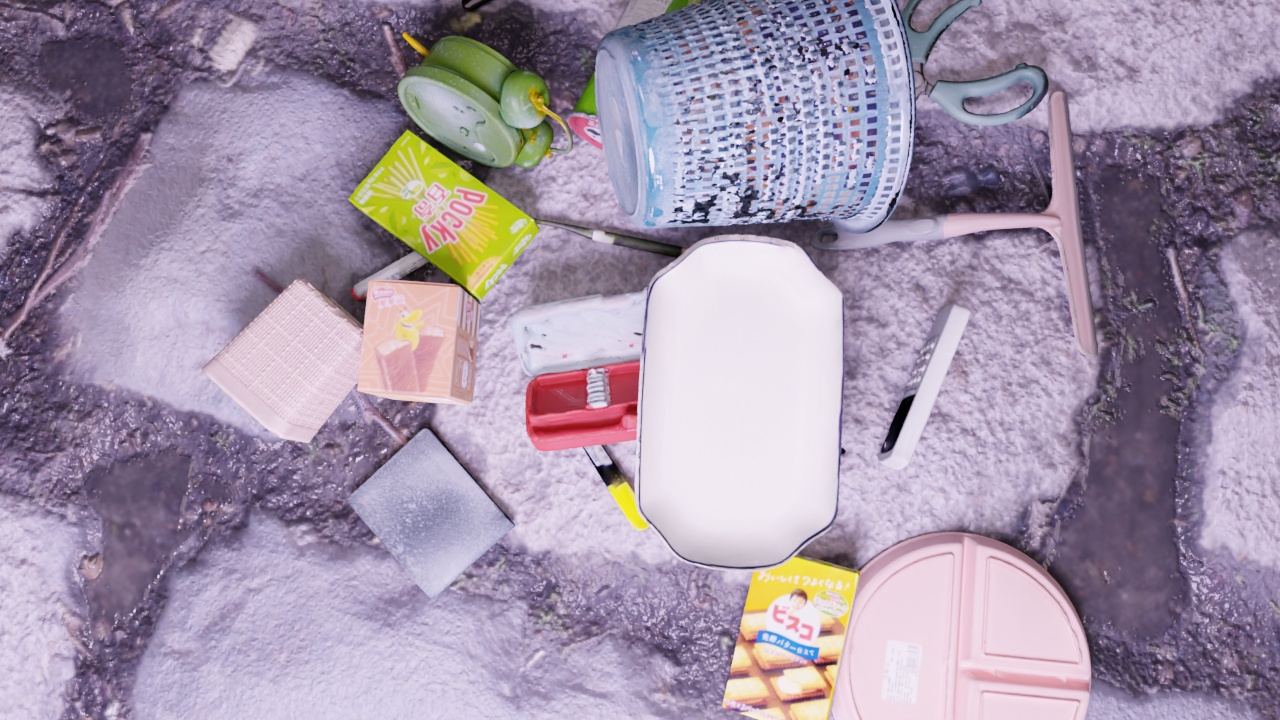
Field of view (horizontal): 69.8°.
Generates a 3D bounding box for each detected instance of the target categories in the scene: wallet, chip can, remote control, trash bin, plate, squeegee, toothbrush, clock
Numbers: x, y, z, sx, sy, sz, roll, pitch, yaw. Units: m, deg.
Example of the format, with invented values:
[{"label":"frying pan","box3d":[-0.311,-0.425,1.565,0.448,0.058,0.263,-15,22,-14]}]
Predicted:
[{"label":"wallet","box3d":[-0.185,0.133,0.812,0.097,0.019,0.121,-42,83,-5]},{"label":"chip can","box3d":[0.017,-0.301,0.825,0.072,0.072,0.236,26,85,4]},{"label":"remote control","box3d":[0.243,0.023,0.793,0.021,0.058,0.150,24,84,6]},{"label":"trash bin","box3d":[0.073,-0.195,0.722,0.195,0.227,0.226,-12,84,-10]},{"label":"plate","box3d":[0.273,0.263,0.783,0.229,0.028,0.229,0,84,2]},{"label":"squeegee","box3d":[0.278,-0.118,0.818,0.249,0.040,0.247,-4,84,1]},{"label":"plate","box3d":[0.079,0.032,0.735,0.162,0.034,0.265,2,84,0]},{"label":"toothbrush","box3d":[-0.028,-0.108,0.836,0.186,0.012,0.017,12,90,2]},{"label":"clock","box3d":[-0.132,-0.220,0.800,0.161,0.116,0.056,25,74,6]}]

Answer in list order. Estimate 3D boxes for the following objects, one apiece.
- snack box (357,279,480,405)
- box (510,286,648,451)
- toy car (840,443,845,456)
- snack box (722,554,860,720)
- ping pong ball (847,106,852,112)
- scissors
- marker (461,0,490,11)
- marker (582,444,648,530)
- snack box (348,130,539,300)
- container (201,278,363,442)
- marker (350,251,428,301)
[{"label":"snack box","box3d":[-0.187,-0.013,0.788,0.077,0.093,0.094,4,84,2]},{"label":"box","box3d":[-0.005,0.002,0.779,0.201,0.101,0.102,-8,47,1]},{"label":"toy car","box3d":[0.096,0.080,0.784,0.156,0.071,0.041,-9,86,-2]},{"label":"snack box","box3d":[0.128,0.236,0.775,0.087,0.033,0.140,12,82,20]},{"label":"ping pong ball","box3d":[0.172,-0.234,0.831,0.040,0.040,0.040,0,84,1]},{"label":"scissors","box3d":[0.294,-0.265,0.838,0.181,0.019,0.170,33,85,11]},{"label":"marker","box3d":[-0.113,-0.363,0.865,0.124,0.015,0.018,-28,82,1]},{"label":"marker","box3d":[-0.029,0.097,0.814,0.018,0.015,0.124,-33,81,-3]},{"label":"snack box","box3d":[-0.176,-0.131,0.819,0.156,0.026,0.085,37,82,15]},{"label":"container","box3d":[-0.293,-0.001,0.793,0.090,0.090,0.111,40,83,5]},{"label":"marker","box3d":[-0.198,-0.096,0.836,0.145,0.017,0.017,-30,84,-2]}]
